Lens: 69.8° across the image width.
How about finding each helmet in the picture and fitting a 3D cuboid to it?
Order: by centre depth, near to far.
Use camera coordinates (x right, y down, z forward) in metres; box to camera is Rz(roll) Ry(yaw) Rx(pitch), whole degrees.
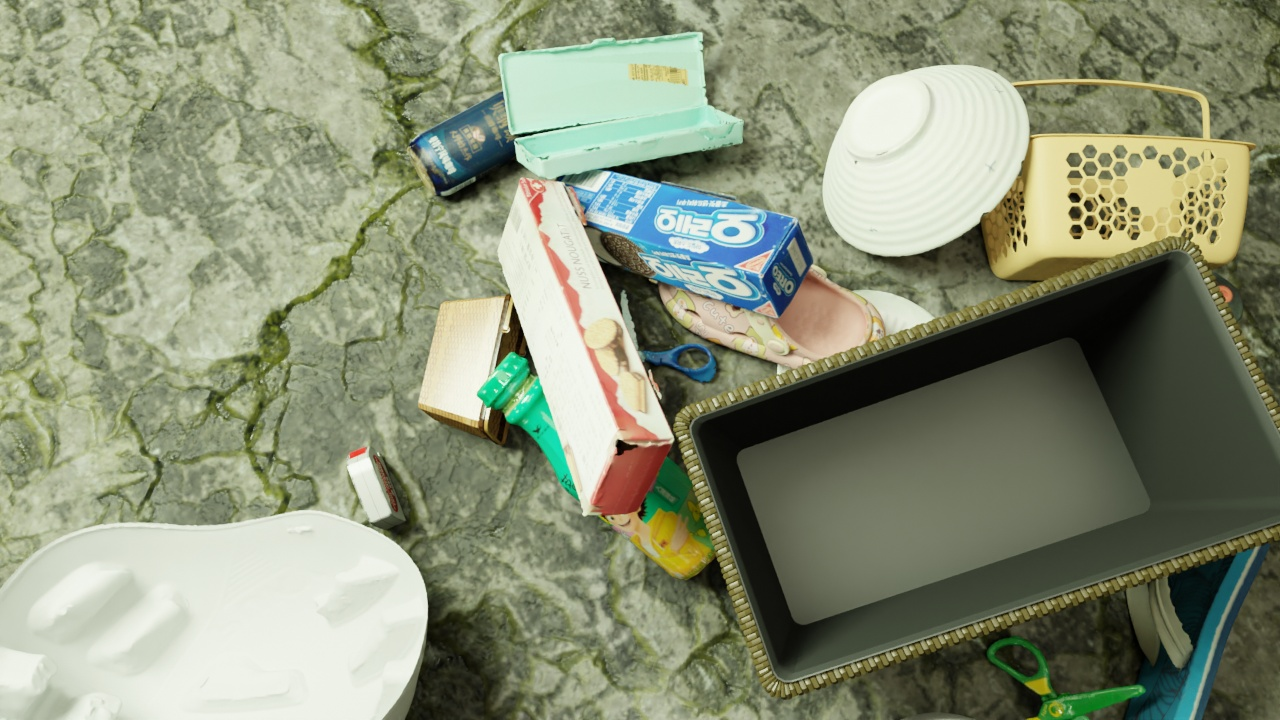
[{"bbox_3d":[-0.271,0.202,0.592,0.282,0.184,0.223,-17,40,6],"label":"helmet"}]

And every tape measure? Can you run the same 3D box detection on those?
[{"bbox_3d":[-0.204,0.098,0.701,0.020,0.062,0.060,-22,79,-8],"label":"tape measure"}]

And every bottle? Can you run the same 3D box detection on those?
[{"bbox_3d":[-0.028,0.075,0.683,0.209,0.068,0.068,40,76,-8],"label":"bottle"},{"bbox_3d":[-0.120,-0.199,0.792,0.160,0.056,0.056,-31,77,-11],"label":"bottle"}]

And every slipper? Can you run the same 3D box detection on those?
[{"bbox_3d":[0.395,0.174,0.678,0.060,0.118,0.294,22,81,16],"label":"slipper"},{"bbox_3d":[0.102,-0.051,0.735,0.197,0.081,0.093,28,76,15],"label":"slipper"}]

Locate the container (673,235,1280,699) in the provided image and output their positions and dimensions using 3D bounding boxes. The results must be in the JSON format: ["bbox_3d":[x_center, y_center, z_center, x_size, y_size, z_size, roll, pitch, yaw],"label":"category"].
[{"bbox_3d":[0.209,0.078,0.619,0.321,0.205,0.176,-20,77,4],"label":"container"}]

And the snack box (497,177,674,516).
[{"bbox_3d":[-0.046,-0.021,0.645,0.044,0.077,0.272,2,42,-26],"label":"snack box"}]

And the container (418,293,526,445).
[{"bbox_3d":[-0.132,0.005,0.732,0.061,0.063,0.113,7,74,8],"label":"container"}]

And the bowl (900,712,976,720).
[{"bbox_3d":[0.214,0.318,0.649,0.132,0.064,0.131,0,75,-1],"label":"bowl"}]

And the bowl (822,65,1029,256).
[{"bbox_3d":[0.211,-0.178,0.738,0.178,0.071,0.177,-21,56,34],"label":"bowl"}]

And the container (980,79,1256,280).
[{"bbox_3d":[0.386,-0.154,0.760,0.183,0.129,0.167,2,83,-1],"label":"container"}]

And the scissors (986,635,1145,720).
[{"bbox_3d":[0.297,0.259,0.663,0.128,0.012,0.121,35,96,48],"label":"scissors"}]

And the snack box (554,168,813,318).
[{"bbox_3d":[0.021,-0.098,0.716,0.227,0.059,0.059,21,70,35],"label":"snack box"}]

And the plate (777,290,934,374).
[{"bbox_3d":[0.190,0.017,0.762,0.157,0.014,0.156,0,74,-2],"label":"plate"}]

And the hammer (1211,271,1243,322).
[{"bbox_3d":[0.385,0.042,0.755,0.332,0.033,0.133,-40,78,-13],"label":"hammer"}]

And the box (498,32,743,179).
[{"bbox_3d":[-0.014,-0.215,0.763,0.187,0.078,0.110,-13,102,-21],"label":"box"}]

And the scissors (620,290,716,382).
[{"bbox_3d":[0.003,-0.001,0.763,0.129,0.014,0.127,-11,71,-1],"label":"scissors"}]
